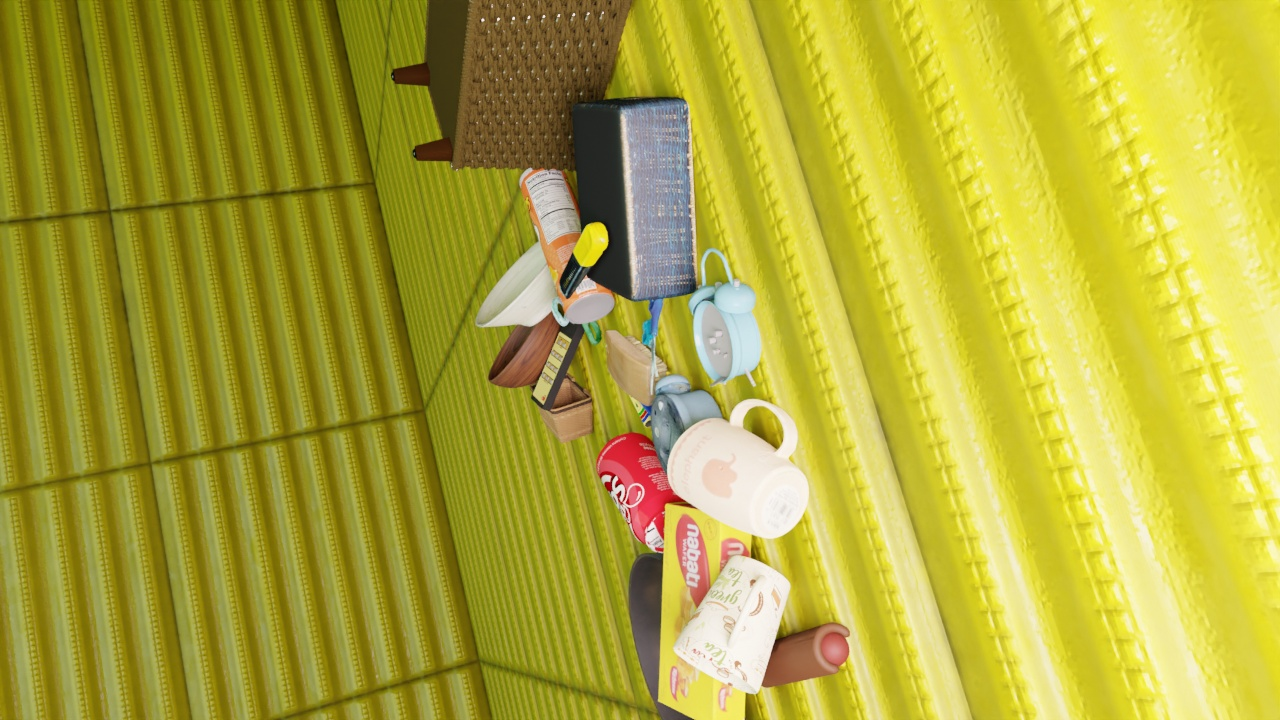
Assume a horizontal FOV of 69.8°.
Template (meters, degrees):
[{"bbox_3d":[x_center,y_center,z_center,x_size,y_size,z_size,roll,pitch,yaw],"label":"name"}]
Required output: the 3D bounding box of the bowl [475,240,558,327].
[{"bbox_3d":[-0.147,-0.097,1.262,0.058,0.176,0.177,42,170,-20],"label":"bowl"}]

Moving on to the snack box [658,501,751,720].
[{"bbox_3d":[0.062,0.241,0.891,0.092,0.042,0.200,-1,85,58],"label":"snack box"}]

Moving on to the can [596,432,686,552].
[{"bbox_3d":[0.006,0.144,1.024,0.142,0.074,0.074,-129,34,-51],"label":"can"}]

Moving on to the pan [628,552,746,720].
[{"bbox_3d":[0.078,0.341,0.980,0.356,0.043,0.249,-150,53,-62],"label":"pan"}]

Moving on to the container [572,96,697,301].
[{"bbox_3d":[-0.009,-0.163,0.914,0.145,0.071,0.187,-146,49,-62],"label":"container"}]

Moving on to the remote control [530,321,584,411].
[{"bbox_3d":[-0.111,0.000,1.252,0.133,0.013,0.058,-67,27,3],"label":"remote control"}]

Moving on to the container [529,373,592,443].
[{"bbox_3d":[-0.110,0.069,1.313,0.114,0.063,0.061,-143,39,-61],"label":"container"}]

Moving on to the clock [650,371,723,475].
[{"bbox_3d":[0.043,0.066,0.923,0.124,0.051,0.089,-127,31,-51],"label":"clock"}]

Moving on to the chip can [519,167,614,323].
[{"bbox_3d":[-0.094,-0.150,1.154,0.062,0.062,0.210,113,141,-56],"label":"chip can"}]

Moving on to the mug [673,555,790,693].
[{"bbox_3d":[0.086,0.220,0.791,0.081,0.097,0.122,25,157,13],"label":"mug"}]

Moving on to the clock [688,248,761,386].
[{"bbox_3d":[0.071,-0.038,0.811,0.087,0.042,0.123,-179,77,-69],"label":"clock"}]

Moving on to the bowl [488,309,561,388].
[{"bbox_3d":[-0.151,-0.013,1.332,0.147,0.069,0.147,-49,18,21],"label":"bowl"}]

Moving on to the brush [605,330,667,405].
[{"bbox_3d":[-0.006,0.006,1.037,0.117,0.039,0.049,-137,41,-58],"label":"brush"}]

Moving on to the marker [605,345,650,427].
[{"bbox_3d":[-0.014,0.027,1.101,0.014,0.014,0.132,101,150,-45],"label":"marker"}]

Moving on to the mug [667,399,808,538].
[{"bbox_3d":[0.092,0.089,0.783,0.104,0.085,0.111,28,97,53],"label":"mug"}]

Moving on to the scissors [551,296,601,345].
[{"bbox_3d":[-0.090,-0.077,1.166,0.012,0.119,0.128,-31,76,24],"label":"scissors"}]

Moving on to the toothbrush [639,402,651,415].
[{"bbox_3d":[0.013,0.056,1.034,0.186,0.016,0.011,49,136,48],"label":"toothbrush"}]

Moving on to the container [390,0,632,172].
[{"bbox_3d":[-0.154,-0.362,1.001,0.322,0.204,0.176,117,137,-59],"label":"container"}]

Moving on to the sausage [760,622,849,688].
[{"bbox_3d":[0.137,0.257,0.795,0.156,0.040,0.040,124,132,-62],"label":"sausage"}]

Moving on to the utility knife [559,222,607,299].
[{"bbox_3d":[-0.065,-0.100,0.960,0.171,0.020,0.028,138,119,-66],"label":"utility knife"}]

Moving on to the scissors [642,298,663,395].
[{"bbox_3d":[0.014,-0.027,0.950,0.134,0.015,0.086,-91,11,-55],"label":"scissors"}]
